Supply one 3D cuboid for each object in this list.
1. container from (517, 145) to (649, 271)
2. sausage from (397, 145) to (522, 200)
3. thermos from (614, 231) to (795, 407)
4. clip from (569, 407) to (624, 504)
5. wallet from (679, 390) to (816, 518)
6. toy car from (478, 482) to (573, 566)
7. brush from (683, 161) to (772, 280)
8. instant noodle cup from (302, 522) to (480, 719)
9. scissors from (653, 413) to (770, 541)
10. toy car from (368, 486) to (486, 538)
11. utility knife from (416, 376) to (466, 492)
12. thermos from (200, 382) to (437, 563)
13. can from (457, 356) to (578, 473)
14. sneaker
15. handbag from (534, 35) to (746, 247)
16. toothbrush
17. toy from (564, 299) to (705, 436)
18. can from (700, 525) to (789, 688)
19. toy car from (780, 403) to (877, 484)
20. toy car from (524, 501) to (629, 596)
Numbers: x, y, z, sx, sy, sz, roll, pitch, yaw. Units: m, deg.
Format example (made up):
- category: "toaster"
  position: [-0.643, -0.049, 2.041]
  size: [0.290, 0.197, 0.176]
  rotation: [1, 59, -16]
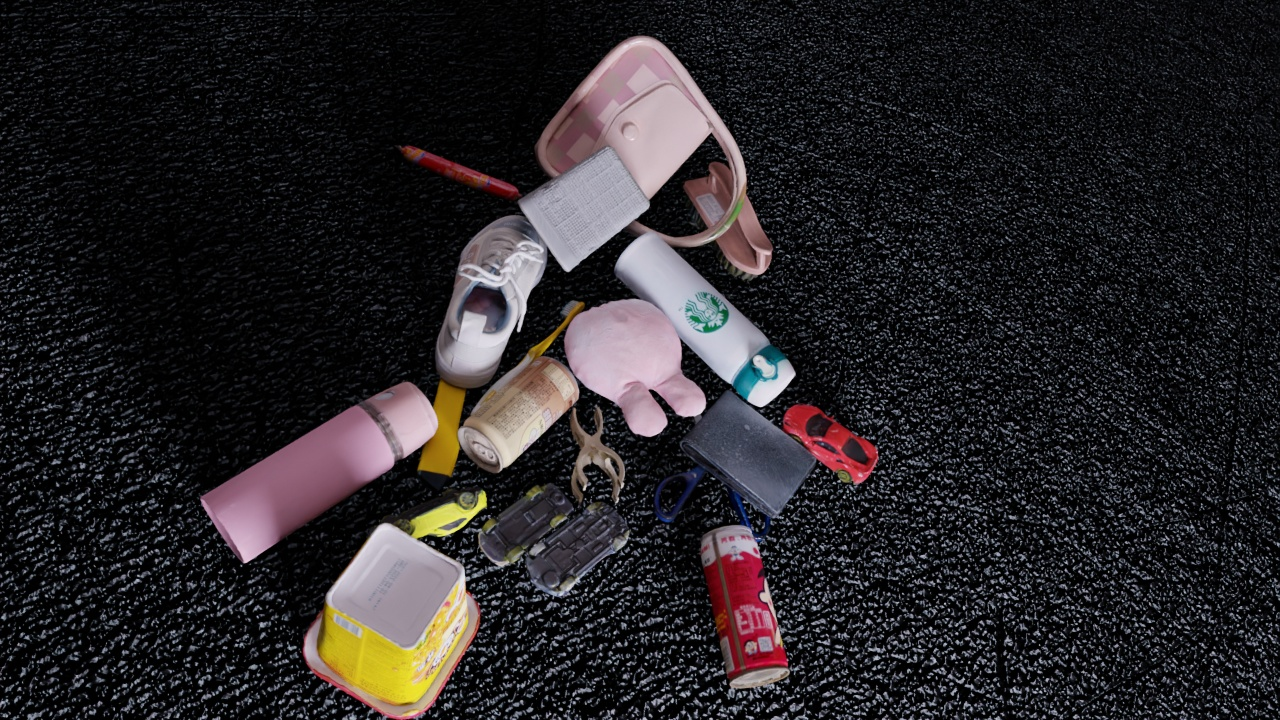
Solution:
- category: "container"
  position: [-0.057, -0.166, 0.980]
  size: [0.114, 0.090, 0.090]
  rotation: [-35, 100, 6]
- category: "sausage"
  position: [-0.209, -0.216, 1.060]
  size: [0.156, 0.020, 0.020]
  rotation: [21, 53, 0]
- category: "thermos"
  position: [0.070, -0.043, 0.983]
  size: [0.073, 0.073, 0.224]
  rotation: [-34, 69, -32]
- category: "clip"
  position: [-0.058, 0.092, 0.877]
  size: [0.083, 0.035, 0.104]
  rotation: [-17, 57, -27]
- category: "wallet"
  position: [0.111, 0.092, 0.924]
  size: [0.121, 0.019, 0.097]
  rotation: [38, 48, 10]
- category: "toy car"
  position: [-0.104, 0.149, 0.822]
  size: [0.090, 0.035, 0.042]
  rotation: [-34, 69, -32]
- category: "brush"
  position: [0.108, -0.162, 1.080]
  size: [0.063, 0.073, 0.145]
  rotation: [-14, 63, -26]
- category: "instant noodle cup"
  position: [-0.190, 0.195, 0.709]
  size: [0.116, 0.124, 0.115]
  rotation: [28, 53, 5]
- category: "scissors"
  position: [0.074, 0.111, 0.915]
  size: [0.162, 0.012, 0.175]
  rotation: [-25, 64, -30]
- category: "toy car"
  position: [-0.184, 0.140, 0.802]
  size: [0.105, 0.048, 0.032]
  rotation: [-20, 96, -28]
- category: "utility knife"
  position: [-0.184, 0.058, 0.876]
  size: [0.033, 0.015, 0.153]
  rotation: [15, 52, -13]
- category: "thermos"
  position: [-0.276, 0.088, 0.799]
  size: [0.198, 0.067, 0.087]
  rotation: [-36, 32, -31]
- category: "can"
  position: [-0.115, 0.050, 0.874]
  size: [0.058, 0.059, 0.116]
  rotation: [38, 54, 12]
- category: "sneaker"
  position: [-0.149, -0.087, 0.935]
  size: [0.089, 0.091, 0.241]
  rotation: [17, 46, -5]
- category: "handbag"
  position: [0.015, -0.229, 1.047]
  size: [0.234, 0.093, 0.193]
  rotation: [43, 95, 3]
- category: "toothbrush"
  position: [-0.115, -0.006, 0.941]
  size: [0.018, 0.016, 0.190]
  rotation: [28, 52, 18]
- category: "toy"
  position: [-0.006, 0.005, 0.939]
  size: [0.121, 0.054, 0.159]
  rotation: [-22, 63, -20]
- category: "can"
  position: [0.090, 0.217, 0.818]
  size: [0.053, 0.053, 0.132]
  rotation: [-1, 56, -17]
- category: "toy car"
  position: [0.197, 0.083, 0.959]
  size: [0.106, 0.031, 0.049]
  rotation: [35, 52, 12]
- category: "toy car"
  position: [-0.057, 0.170, 0.822]
  size: [0.105, 0.031, 0.049]
  rotation: [-33, 69, -34]
